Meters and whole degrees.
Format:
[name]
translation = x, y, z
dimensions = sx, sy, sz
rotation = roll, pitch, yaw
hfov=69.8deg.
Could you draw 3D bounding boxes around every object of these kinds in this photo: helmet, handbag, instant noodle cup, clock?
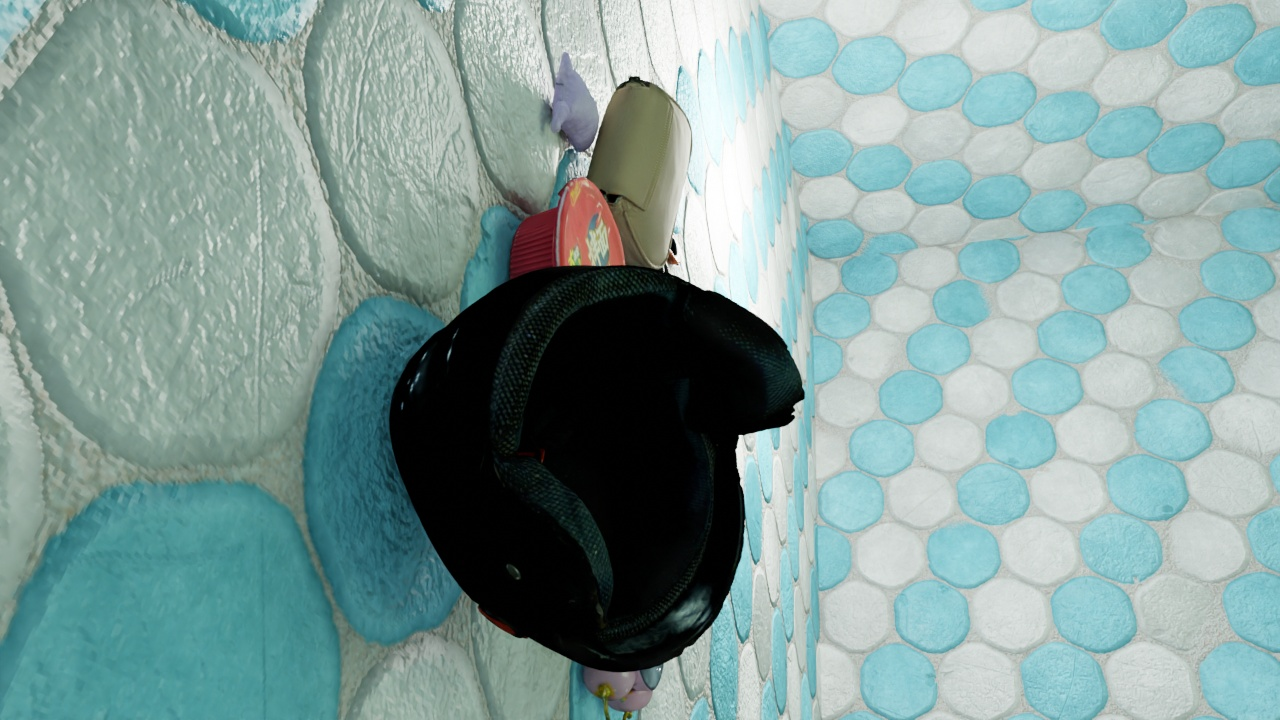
[helmet]
translation = -0.036, 0.067, 0.612
dimensions = 0.232, 0.231, 0.275
rotation = -41, 125, -34
[handbag]
translation = -0.009, -0.207, 1.031
dimensions = 0.148, 0.100, 0.204
rotation = 55, 43, -57
[instant noodle cup]
translation = -0.067, -0.068, 0.851
dimensions = 0.193, 0.066, 0.194
rotation = -6, 90, -74
[clock]
translation = -0.017, 0.289, 0.921
dimensions = 0.117, 0.060, 0.158
rotation = 63, 25, -55

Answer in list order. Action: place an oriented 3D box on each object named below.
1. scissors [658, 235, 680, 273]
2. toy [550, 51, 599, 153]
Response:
[scissors]
translation = 0.027, -0.169, 1.304
dimensions = 0.215, 0.015, 0.196
rotation = -27, 111, -72
[toy]
translation = -0.068, -0.257, 0.959
dimensions = 0.108, 0.039, 0.083
rotation = 46, 52, -74
